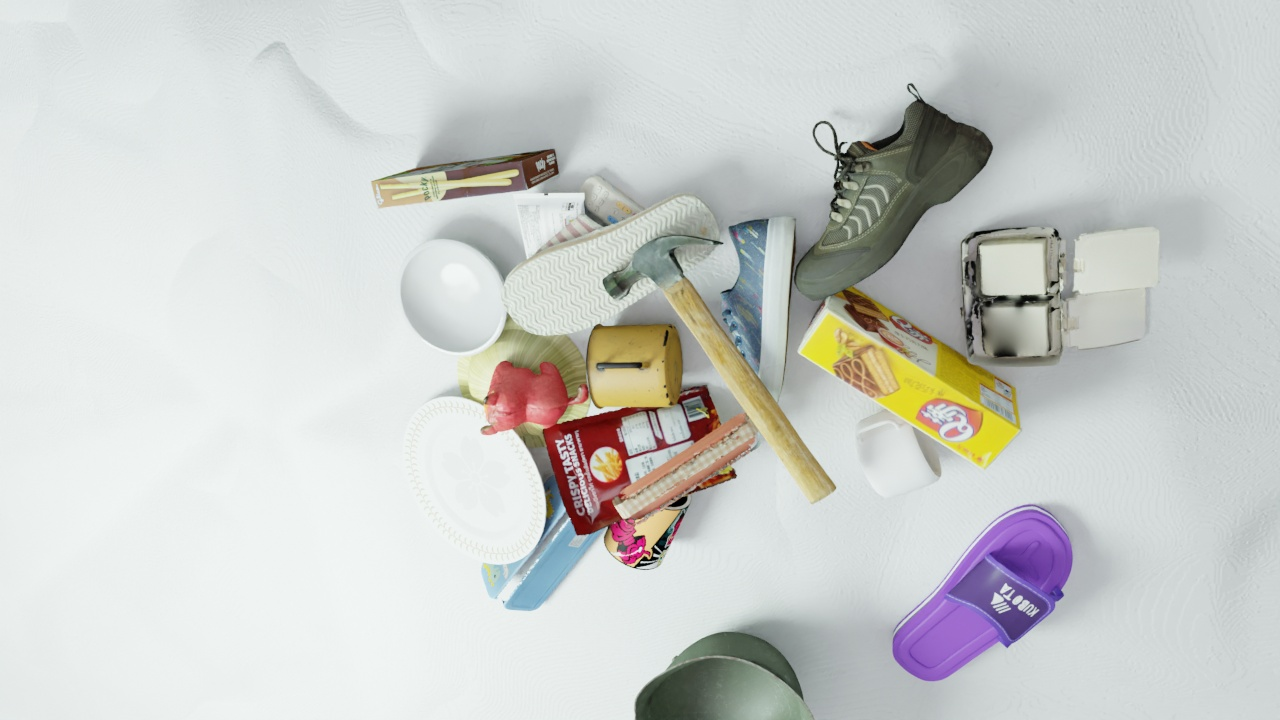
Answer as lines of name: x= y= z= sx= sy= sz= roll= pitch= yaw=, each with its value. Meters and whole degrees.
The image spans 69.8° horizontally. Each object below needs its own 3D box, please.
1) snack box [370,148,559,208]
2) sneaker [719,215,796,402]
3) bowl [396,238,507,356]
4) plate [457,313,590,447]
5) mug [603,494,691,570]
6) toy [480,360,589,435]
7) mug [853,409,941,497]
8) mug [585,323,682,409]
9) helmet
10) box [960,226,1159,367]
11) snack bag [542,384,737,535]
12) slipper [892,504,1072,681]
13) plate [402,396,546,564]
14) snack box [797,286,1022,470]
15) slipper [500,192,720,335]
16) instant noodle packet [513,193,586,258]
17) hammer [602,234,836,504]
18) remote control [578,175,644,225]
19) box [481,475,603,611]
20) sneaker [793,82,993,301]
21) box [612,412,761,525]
snack box: x=-0.199 y=-0.208 z=1.049 sx=0.186 sy=0.100 sz=0.032 roll=-3 pitch=109 yaw=18
sneaker: x=0.126 y=-0.044 z=1.021 sx=0.079 sy=0.087 sz=0.236 roll=5 pitch=108 yaw=11
bowl: x=-0.226 y=-0.081 z=1.138 sx=0.150 sy=0.043 sz=0.150 roll=6 pitch=111 yaw=15
plate: x=-0.156 y=0.034 z=1.164 sx=0.184 sy=0.036 sz=0.184 roll=6 pitch=112 yaw=15
mug: x=-0.004 y=0.189 z=1.160 sx=0.118 sy=0.081 sz=0.098 roll=38 pitch=119 yaw=31
toy: x=-0.126 y=0.054 z=1.091 sx=0.133 sy=0.093 sz=0.088 roll=-1 pitch=109 yaw=14
mug: x=0.279 y=0.096 z=1.015 sx=0.068 sy=0.094 sz=0.115 roll=-25 pitch=138 yaw=25
mug: x=-0.006 y=0.006 z=1.061 sx=0.094 sy=0.123 sz=0.100 roll=-1 pitch=89 yaw=15
helmet: x=0.107 y=0.449 z=1.175 sx=0.227 sy=0.153 sz=0.268 roll=38 pitch=111 yaw=2
box: x=0.426 y=-0.068 z=0.942 sx=0.188 sy=0.057 sz=0.144 roll=-1 pitch=111 yaw=21
snack bag: x=-0.001 y=0.113 z=1.087 sx=0.208 sy=0.067 sz=0.139 roll=-17 pitch=77 yaw=-6
slipper: x=0.397 y=0.294 z=1.066 sx=0.107 sy=0.083 sz=0.267 roll=37 pitch=116 yaw=1
plate: x=-0.221 y=0.159 z=1.222 sx=0.243 sy=0.016 sz=0.243 roll=12 pitch=114 yaw=28
snack box: x=0.287 y=0.010 z=0.979 sx=0.230 sy=0.109 sz=0.062 roll=32 pitch=119 yaw=3
slipper: x=-0.037 y=-0.115 z=1.042 sx=0.263 sy=0.052 sz=0.115 roll=-23 pitch=115 yaw=16
instant noodle packet: x=-0.099 y=-0.133 z=1.082 sx=0.087 sy=0.026 sz=0.134 roll=2 pitch=120 yaw=16
hammer: x=0.102 y=0.008 z=0.983 sx=0.132 sy=0.033 sz=0.330 roll=-36 pitch=87 yaw=19
remote control: x=-0.016 y=-0.165 z=1.057 sx=0.125 sy=0.018 sz=0.038 roll=36 pitch=116 yaw=0
box: x=-0.131 y=0.251 z=1.246 sx=0.209 sy=0.072 sz=0.085 roll=-52 pitch=50 yaw=25
sneaker: x=0.220 y=-0.176 z=0.932 sx=0.143 sy=0.100 sz=0.238 roll=42 pitch=111 yaw=-6
box: x=0.055 y=0.126 z=1.033 sx=0.187 sy=0.056 sz=0.071 roll=-34 pitch=129 yaw=0
